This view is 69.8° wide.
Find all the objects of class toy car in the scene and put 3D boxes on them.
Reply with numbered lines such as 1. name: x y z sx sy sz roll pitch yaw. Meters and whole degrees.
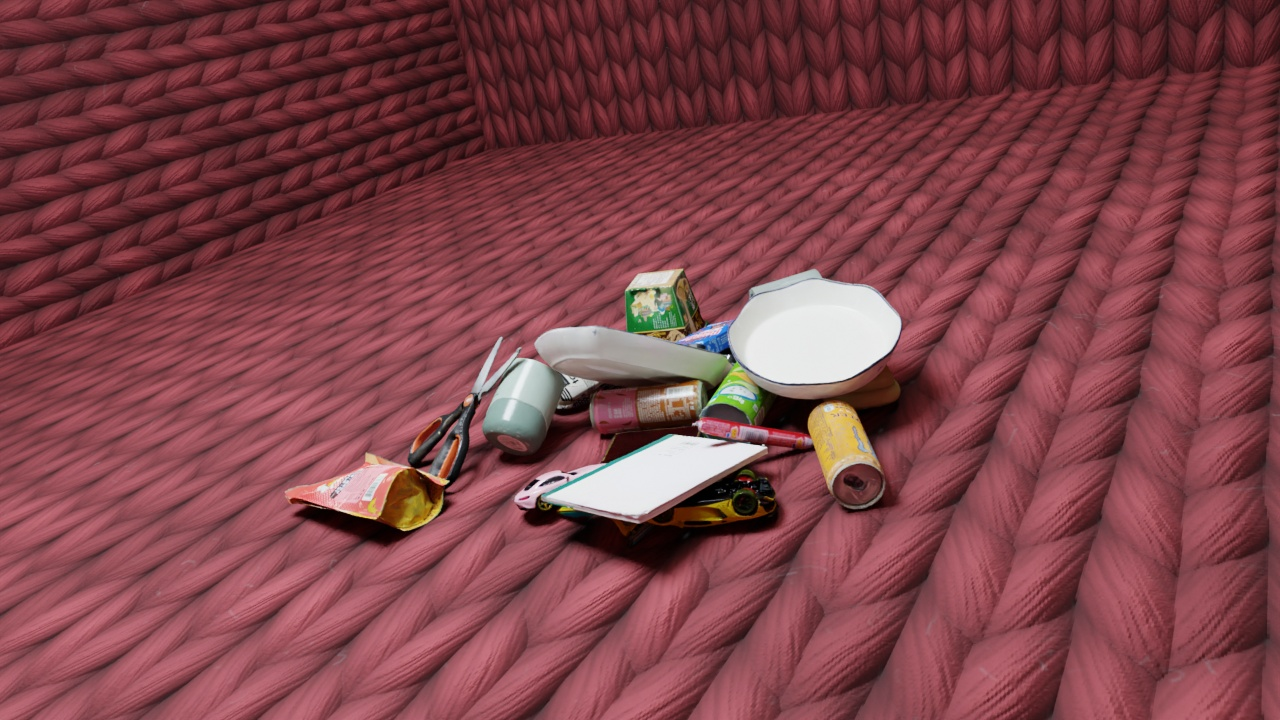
1. toy car: 0.066 0.149 0.967 0.156 0.041 0.071 -6 13 8
2. toy car: -0.087 0.142 1.060 0.122 0.037 0.056 -20 4 -19

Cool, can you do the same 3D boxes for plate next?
1. plate: 0.210 -0.025 1.113 0.205 0.046 0.204 -9 39 7
2. plate: -0.007 0.007 1.197 0.265 0.034 0.162 12 -18 -27

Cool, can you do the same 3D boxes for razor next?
1. razor: -0.046 0.172 1.004 0.133 0.028 0.043 6 33 42

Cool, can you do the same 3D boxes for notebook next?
1. notebook: 0.017 0.122 0.997 0.151 0.012 0.208 3 18 45

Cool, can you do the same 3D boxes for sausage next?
1. sausage: 0.133 0.085 1.051 0.155 0.020 0.020 10 19 -13

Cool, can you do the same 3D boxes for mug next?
1. mug: -0.156 0.069 1.212 0.082 0.112 0.106 18 63 1
2. mug: 0.223 -0.082 1.403 0.103 0.083 0.124 -16 -4 -4

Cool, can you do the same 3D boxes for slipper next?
1. slipper: 0.263 0.001 1.167 0.091 0.082 0.190 -15 20 2

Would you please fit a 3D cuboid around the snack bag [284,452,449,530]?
1. snack bag: -0.340 0.159 1.147 0.208 0.073 0.128 2 22 44

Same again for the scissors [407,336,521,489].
1. scissors: -0.239 0.072 1.205 0.224 0.021 0.220 -25 43 38

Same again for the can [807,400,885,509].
1. can: 0.220 0.098 0.987 0.058 0.058 0.145 -11 23 5

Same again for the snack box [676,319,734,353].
1. snack box: 0.101 -0.029 1.342 0.085 0.026 0.156 -11 10 39

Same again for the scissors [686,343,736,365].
1. scissors: 0.055 0.006 1.262 0.172 0.014 0.159 1 -18 5

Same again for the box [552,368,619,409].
1. box: -0.066 0.031 1.332 0.163 0.079 0.074 -28 55 -35

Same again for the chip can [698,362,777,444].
1. chip can: 0.145 0.030 1.170 0.072 0.072 0.235 -1 26 26

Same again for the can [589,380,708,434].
1. can: 0.012 0.061 1.186 0.147 0.058 0.057 -6 23 15

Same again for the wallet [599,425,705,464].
1. wallet: 0.017 0.107 1.128 0.122 0.020 0.096 -7 20 15

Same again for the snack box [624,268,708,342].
1. snack box: 0.034 -0.083 1.451 0.118 0.106 0.117 -4 24 19
